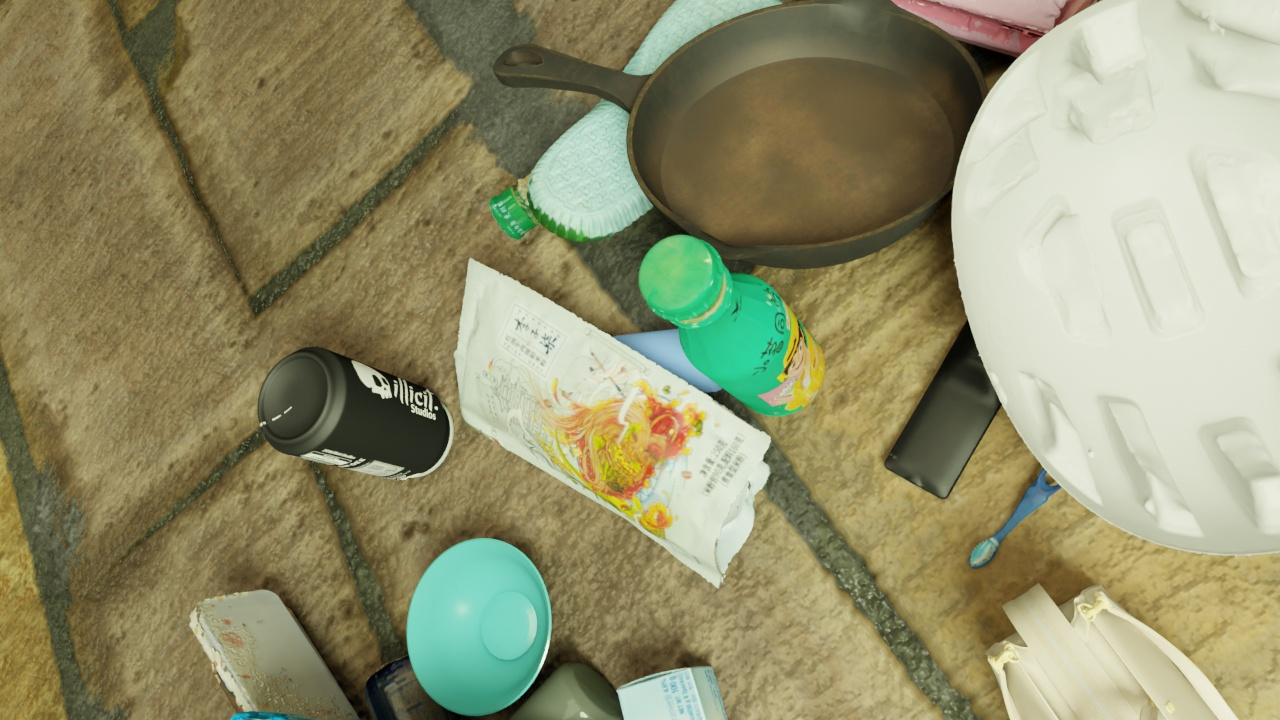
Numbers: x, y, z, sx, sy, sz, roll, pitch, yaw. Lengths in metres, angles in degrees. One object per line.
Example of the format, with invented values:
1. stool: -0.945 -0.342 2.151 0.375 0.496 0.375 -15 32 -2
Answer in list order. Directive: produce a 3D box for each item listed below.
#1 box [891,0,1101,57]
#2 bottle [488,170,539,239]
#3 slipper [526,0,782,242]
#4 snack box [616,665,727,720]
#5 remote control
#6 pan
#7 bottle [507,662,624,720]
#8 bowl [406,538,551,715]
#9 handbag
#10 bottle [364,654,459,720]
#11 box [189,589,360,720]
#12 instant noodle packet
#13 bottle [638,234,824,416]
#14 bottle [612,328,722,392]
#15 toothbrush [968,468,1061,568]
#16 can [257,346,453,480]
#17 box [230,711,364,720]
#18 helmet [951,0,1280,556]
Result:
1. box: 0.197 -0.294 0.630 0.233 0.099 0.099 32 64 29
2. bottle: -0.072 -0.146 0.761 0.110 0.042 0.042 -33 64 12
3. slipper: 0.021 -0.188 0.712 0.116 0.069 0.275 36 73 19
4. snack box: 0.045 0.306 0.563 0.059 0.059 0.226 -21 67 14
5. remote control: 0.210 0.019 0.591 0.045 0.021 0.140 30 90 30
6. pan: 0.050 -0.166 0.631 0.356 0.043 0.248 19 63 24
7. bottle: -0.065 0.262 0.625 0.108 0.060 0.060 -47 62 5
8. bowl: -0.108 0.194 0.673 0.121 0.046 0.121 -7 72 23
9. handbag: 0.239 0.193 0.425 0.101 0.197 0.194 -36 63 11
10. bottle: -0.147 0.292 0.656 0.056 0.056 0.160 -38 63 10
11. box: -0.269 0.285 0.709 0.216 0.094 0.108 43 120 28
12. instant noodle packet: -0.038 0.044 0.656 0.269 0.057 0.147 29 123 26
13. bottle: 0.059 -0.019 0.565 0.068 0.209 0.068 -7 72 23
14. bottle: -0.004 0.004 0.680 0.131 0.048 0.048 -6 73 24
15. toothbrush: 0.246 0.077 0.559 0.021 0.016 0.132 43 96 26
16. can: -0.216 0.045 0.711 0.080 0.146 0.080 -7 72 23
17. box: -0.143 0.314 0.573 0.243 0.063 0.174 3 94 4
18. helmet: 0.291 -0.043 0.477 0.225 0.183 0.282 -26 69 24
